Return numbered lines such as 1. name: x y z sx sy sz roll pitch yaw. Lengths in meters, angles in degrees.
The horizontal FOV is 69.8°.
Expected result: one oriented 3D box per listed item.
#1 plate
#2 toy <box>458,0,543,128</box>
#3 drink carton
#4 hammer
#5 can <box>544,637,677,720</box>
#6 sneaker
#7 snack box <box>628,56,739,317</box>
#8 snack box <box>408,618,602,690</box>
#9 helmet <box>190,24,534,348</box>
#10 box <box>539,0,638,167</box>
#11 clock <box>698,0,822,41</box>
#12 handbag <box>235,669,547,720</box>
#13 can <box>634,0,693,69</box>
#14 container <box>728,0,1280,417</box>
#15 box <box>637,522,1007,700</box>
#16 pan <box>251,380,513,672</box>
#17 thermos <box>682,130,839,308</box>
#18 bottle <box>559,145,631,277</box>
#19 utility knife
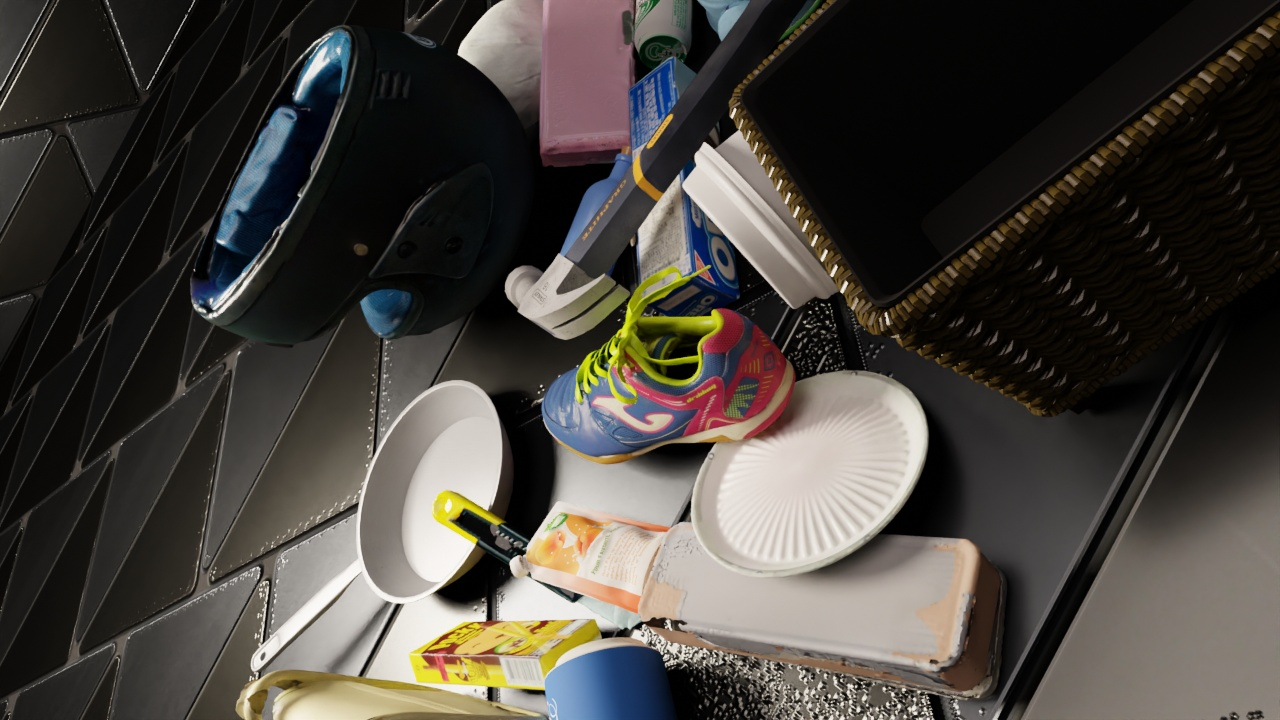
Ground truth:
1. plate: 0.101 0.067 0.558 0.157 0.014 0.156 -28 31 18
2. toy: -0.103 -0.303 0.931 0.180 0.101 0.139 7 87 24
3. drink carton: -0.033 0.137 0.653 0.122 0.039 0.069 7 49 37
4. hammer: 0.014 -0.151 0.680 0.312 0.035 0.139 -54 30 2
5. can: -0.010 0.250 0.558 0.079 0.079 0.146 -36 48 25
6. sneaker: -0.004 0.005 0.656 0.242 0.091 0.116 -11 44 46
7. snack box: 0.031 -0.140 0.737 0.060 0.059 0.226 -27 51 35
8. snack box: -0.102 0.215 0.677 0.149 0.061 0.025 -14 93 39
9. helmet: -0.234 -0.136 0.859 0.249 0.235 0.316 36 98 48
10. box: -0.048 -0.291 0.862 0.098 0.037 0.232 -4 73 7
11. clock: 0.103 -0.316 0.759 0.118 0.060 0.162 -42 50 18
12. handbag: -0.153 0.262 0.606 0.233 0.190 0.088 -13 58 49
13. can: 0.022 -0.319 0.842 0.053 0.053 0.101 -18 57 37
14. container: 0.244 -0.131 0.417 0.322 0.205 0.176 -40 46 22
15. box: 0.096 0.139 0.535 0.217 0.063 0.081 -4 55 42
16. pan: -0.235 0.171 0.837 0.357 0.050 0.200 -48 44 15
17. thermos: 0.146 -0.148 0.593 0.222 0.131 0.131 -42 45 9
18. bottle: -0.031 -0.124 0.796 0.048 0.048 0.131 14 79 47
19. utility knife: -0.081 0.150 0.695 0.213 0.020 0.028 21 87 32
